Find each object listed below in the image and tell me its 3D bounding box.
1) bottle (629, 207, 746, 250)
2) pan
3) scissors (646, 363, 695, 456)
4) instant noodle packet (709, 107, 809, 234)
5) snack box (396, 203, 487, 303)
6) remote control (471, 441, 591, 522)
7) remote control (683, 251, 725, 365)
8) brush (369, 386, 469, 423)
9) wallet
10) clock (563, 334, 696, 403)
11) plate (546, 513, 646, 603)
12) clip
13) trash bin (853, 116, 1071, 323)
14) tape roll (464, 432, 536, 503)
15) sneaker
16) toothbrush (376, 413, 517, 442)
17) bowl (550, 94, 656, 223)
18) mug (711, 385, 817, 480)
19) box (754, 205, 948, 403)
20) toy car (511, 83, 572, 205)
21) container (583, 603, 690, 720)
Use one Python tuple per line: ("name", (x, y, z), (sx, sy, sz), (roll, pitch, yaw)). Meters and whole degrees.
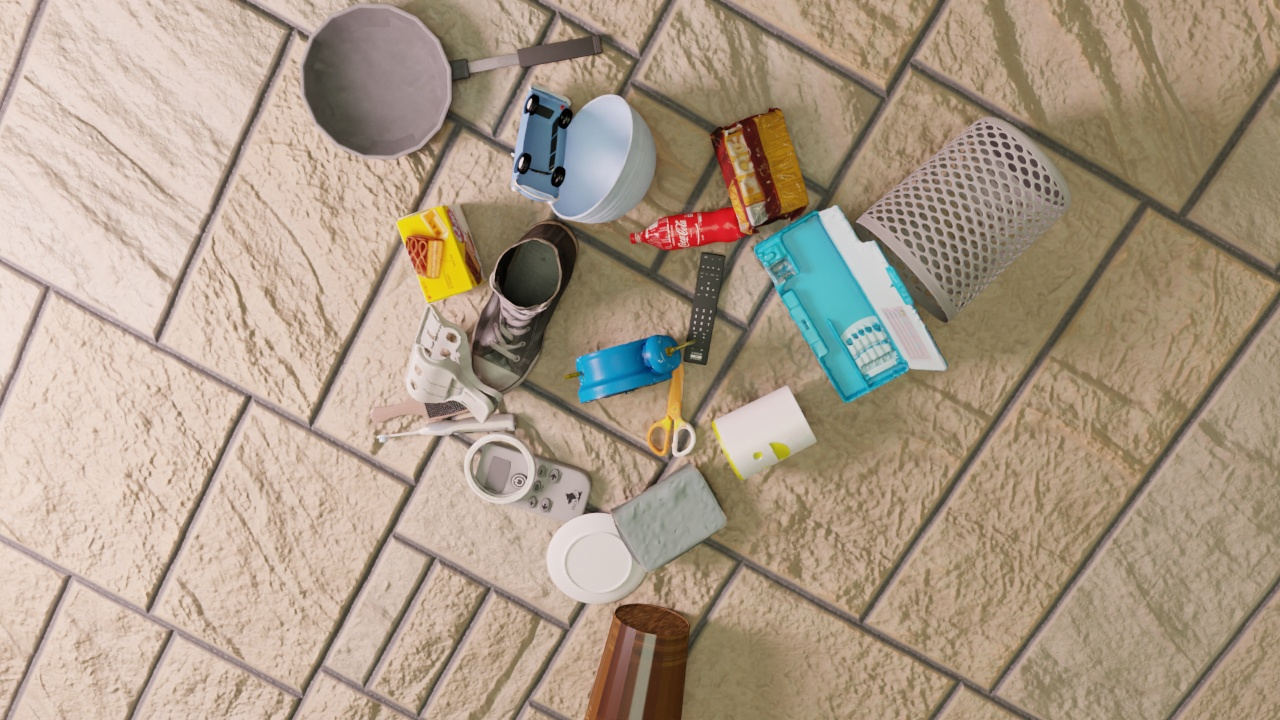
("bottle", (0.058, -0.157, 1.111), (0.141, 0.042, 0.042), (-7, 101, 5))
("pan", (-0.222, -0.345, 1.093), (0.357, 0.041, 0.179), (-10, 102, 0))
("scissors", (0.046, 0.063, 1.173), (0.065, 0.013, 0.129), (9, 103, 1))
("instant noodle packet", (0.142, -0.221, 1.080), (0.098, 0.040, 0.135), (-24, 101, -23))
("snack box", (-0.239, -0.132, 1.114), (0.061, 0.083, 0.106), (-17, 101, 7))
("remote control", (-0.141, 0.162, 1.202), (0.151, 0.019, 0.074), (17, 102, 0))
("remote control", (0.080, -0.064, 1.146), (0.030, 0.009, 0.140), (9, 102, 2))
("brush", (-0.289, 0.059, 1.192), (0.136, 0.015, 0.050), (-14, 100, 6))
("wallet", (0.036, 0.200, 1.178), (0.131, 0.054, 0.100), (-29, 104, -1))
("clock", (-0.007, 0.007, 1.116), (0.161, 0.116, 0.060), (-17, 88, 6))
("plate", (-0.057, 0.265, 1.213), (0.134, 0.011, 0.135), (-1, 107, -2))
("clip", (-0.241, 0.022, 1.114), (0.104, 0.127, 0.151), (-28, 80, -27))
("trash bin", (0.364, -0.161, 1.036), (0.183, 0.156, 0.156), (-42, 96, 8))
("tape roll", (-0.181, 0.139, 1.183), (0.093, 0.013, 0.093), (1, 100, 7))
("sneaker", (-0.151, -0.053, 1.108), (0.095, 0.119, 0.235), (31, 105, -3))
("toothbrush", (-0.253, 0.088, 1.193), (0.185, 0.022, 0.024), (-6, 84, 4))
("bowl", (-0.034, -0.223, 1.068), (0.074, 0.150, 0.151), (19, 106, -40))
("mug", (0.153, 0.089, 1.136), (0.106, 0.082, 0.082), (-28, 99, 8))
("box", (0.256, -0.074, 1.094), (0.172, 0.084, 0.227), (-24, 101, 46))
("toy car", (-0.117, -0.248, 1.064), (0.056, 0.055, 0.153), (17, 62, -25))
("container", (0.001, 0.416, 1.197), (0.132, 0.132, 0.167), (10, 96, 1))
